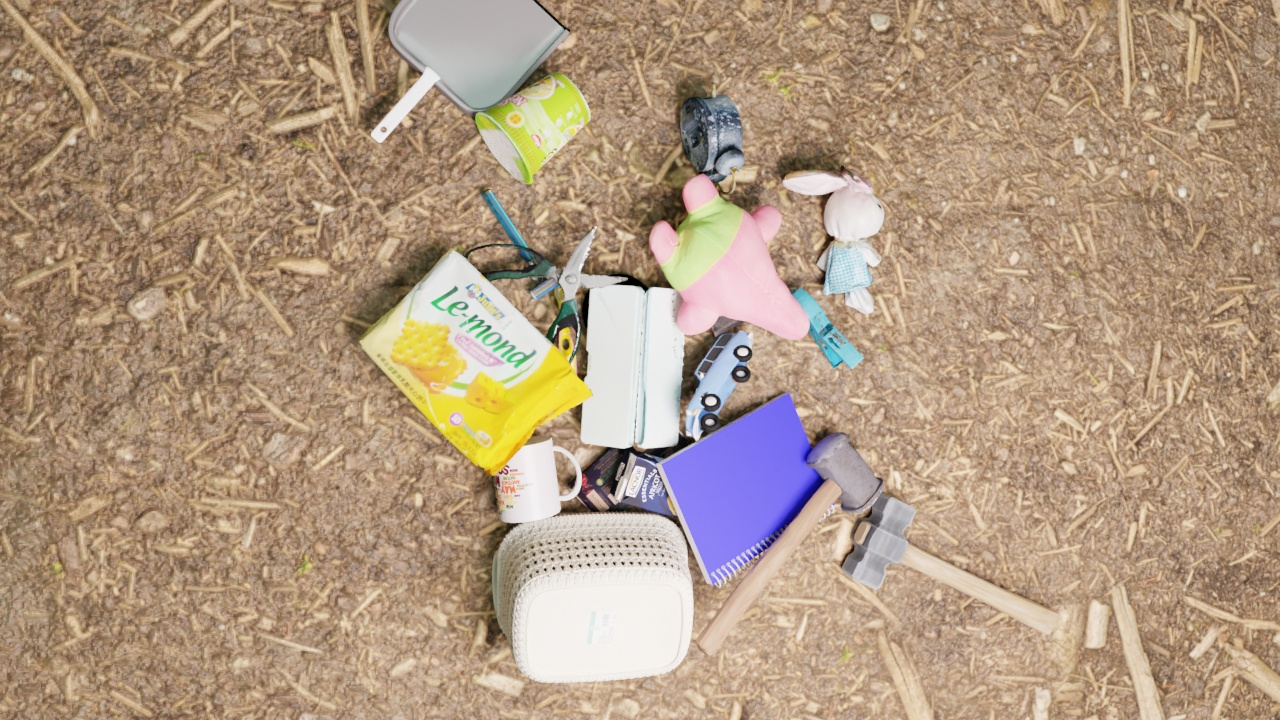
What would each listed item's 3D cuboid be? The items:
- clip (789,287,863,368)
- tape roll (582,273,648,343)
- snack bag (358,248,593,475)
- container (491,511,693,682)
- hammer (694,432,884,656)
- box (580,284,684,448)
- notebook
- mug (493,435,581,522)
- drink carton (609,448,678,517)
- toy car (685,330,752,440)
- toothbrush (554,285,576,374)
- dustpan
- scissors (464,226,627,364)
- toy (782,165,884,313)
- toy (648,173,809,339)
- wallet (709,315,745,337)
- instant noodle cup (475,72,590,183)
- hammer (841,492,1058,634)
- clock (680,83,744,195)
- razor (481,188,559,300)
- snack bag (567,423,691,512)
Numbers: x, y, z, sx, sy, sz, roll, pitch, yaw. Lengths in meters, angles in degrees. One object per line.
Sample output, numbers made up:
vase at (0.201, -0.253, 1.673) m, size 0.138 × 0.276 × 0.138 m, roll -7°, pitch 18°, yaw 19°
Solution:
clip at (0.231, -0.040, 1.154) m, size 0.028 × 0.113 × 0.127 m, roll -40°, pitch 86°, yaw -9°
tape roll at (-0.027, -0.060, 1.141) m, size 0.091 × 0.016 × 0.093 m, roll 27°, pitch 88°, yaw -11°
snack bag at (-0.192, 0.005, 1.059) m, size 0.159 × 0.068 × 0.247 m, roll -44°, pitch 78°, yaw -8°
container at (-0.051, 0.285, 1.095) m, size 0.246 × 0.143 × 0.185 m, roll -1°, pitch 106°, yaw -10°
hammer at (0.178, 0.227, 1.128) m, size 0.327 × 0.052 × 0.098 m, roll -44°, pitch 103°, yaw -21°
box at (-0.007, 0.007, 1.123) m, size 0.125 × 0.075 × 0.197 m, roll 2°, pitch 94°, yaw -30°
notebook at (0.138, 0.161, 1.151) m, size 0.208 × 0.022 × 0.171 m, roll -26°, pitch 97°, yaw -27°
mug at (-0.124, 0.140, 1.107) m, size 0.105 × 0.073 × 0.089 m, roll -8°, pitch 95°, yaw -10°
drink carton at (0.031, 0.156, 1.137) m, size 0.130 × 0.040 × 0.064 m, roll 19°, pitch 92°, yaw -25°
toy car at (0.092, 0.027, 1.126) m, size 0.055 × 0.056 × 0.153 m, roll 24°, pitch 58°, yaw 20°
toothbrush at (-0.093, -0.028, 1.131) m, size 0.021 × 0.016 × 0.135 m, roll -7°, pitch 95°, yaw -15°
dustpan at (-0.225, -0.353, 1.077) m, size 0.163 × 0.033 × 0.257 m, roll 41°, pitch 86°, yaw -10°
scissors at (-0.126, -0.084, 1.101) m, size 0.204 × 0.015 × 0.202 m, roll 26°, pitch 103°, yaw 4°
toy at (0.274, -0.156, 1.156) m, size 0.105 × 0.131 × 0.205 m, roll -28°, pitch 111°, yaw -28°
toy at (0.114, -0.106, 1.104) m, size 0.236 × 0.097 × 0.192 m, roll 40°, pitch 84°, yaw -15°
wallet at (0.111, -0.104, 1.159) m, size 0.099 × 0.031 × 0.120 m, roll -26°, pitch 92°, yaw -7°
instant noodle cup at (-0.121, -0.279, 1.076) m, size 0.107 × 0.099 × 0.099 m, roll -42°, pitch 100°, yaw -13°
hammer at (0.427, 0.293, 1.235) m, size 0.322 × 0.051 × 0.117 m, roll 27°, pitch 88°, yaw -14°
clock at (0.088, -0.263, 1.113) m, size 0.052 × 0.090 × 0.129 m, roll -14°, pitch 92°, yaw -15°
razor at (-0.148, -0.145, 1.113) m, size 0.042 × 0.022 × 0.144 m, roll -31°, pitch 94°, yaw 12°
snack bag at (-0.012, 0.133, 1.155) m, size 0.155 × 0.018 × 0.074 m, roll -41°, pitch 101°, yaw -7°
